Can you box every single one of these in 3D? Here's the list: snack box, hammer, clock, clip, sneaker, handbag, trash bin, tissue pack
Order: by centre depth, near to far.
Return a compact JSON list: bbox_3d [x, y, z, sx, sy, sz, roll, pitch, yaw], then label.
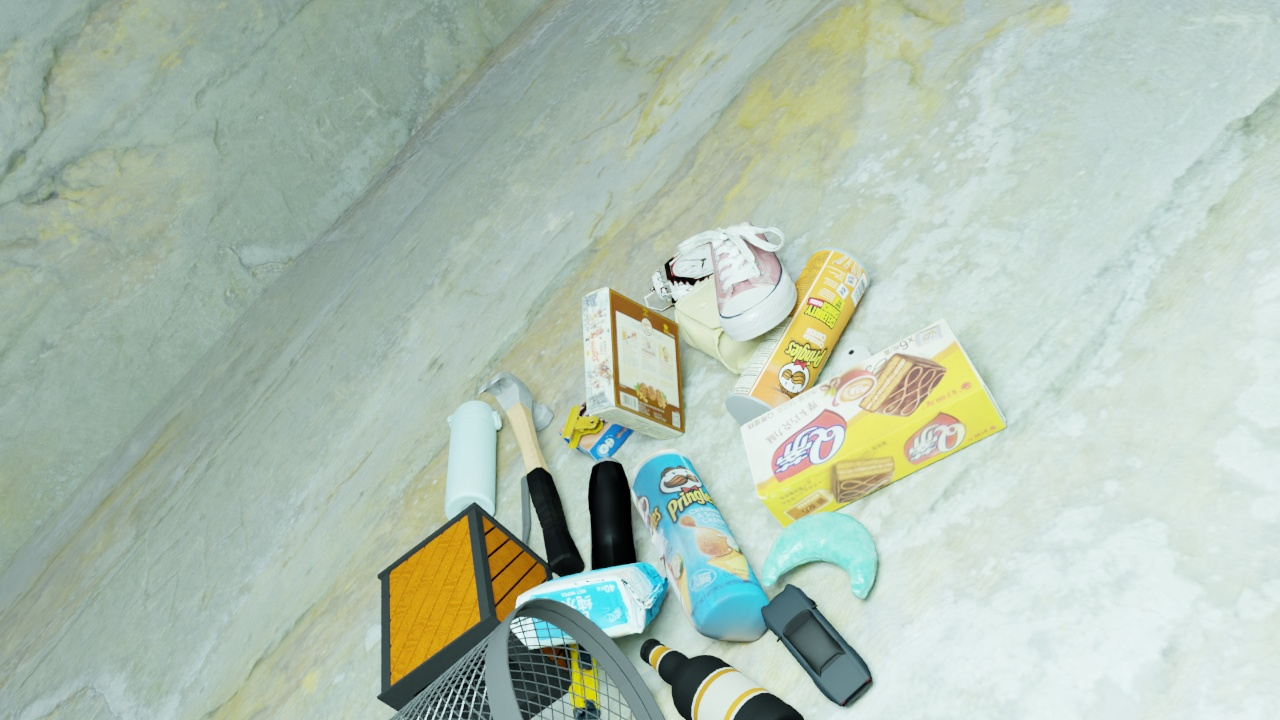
[{"bbox_3d":[-0.118,0.353,0.757,0.228,0.218,0.217,-38,32,13],"label":"trash bin"},{"bbox_3d":[0.216,0.064,0.881,0.231,0.061,0.109,-30,34,17],"label":"snack box"},{"bbox_3d":[-0.046,0.237,0.885,0.144,0.092,0.061,-15,83,15],"label":"tissue pack"},{"bbox_3d":[-0.175,0.280,0.966,0.140,0.140,0.171,-37,32,7],"label":"trash bin"},{"bbox_3d":[0.237,0.016,0.969,0.102,0.050,0.058,-31,26,15],"label":"clip"},{"bbox_3d":[0.112,-0.111,1.036,0.118,0.088,0.240,-26,28,14],"label":"sneaker"},{"bbox_3d":[-0.006,0.006,1.068,0.041,0.143,0.146,-17,65,32],"label":"snack box"},{"bbox_3d":[0.112,-0.054,1.117,0.111,0.081,0.119,-40,30,-7],"label":"handbag"},{"bbox_3d":[-0.073,0.079,1.138,0.049,0.044,0.054,-46,20,48],"label":"clip"},{"bbox_3d":[-0.130,0.133,1.141,0.039,0.131,0.328,-36,41,9],"label":"hammer"},{"bbox_3d":[-0.029,0.057,1.178,0.151,0.034,0.087,-49,33,-11],"label":"snack box"},{"bbox_3d":[0.077,-0.101,1.222,0.154,0.065,0.115,-31,31,-12],"label":"clock"}]

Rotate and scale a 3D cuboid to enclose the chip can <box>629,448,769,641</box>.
[{"bbox_3d":[0.053,0.181,0.905,0.080,0.080,0.229,-38,32,5],"label":"chip can"}]

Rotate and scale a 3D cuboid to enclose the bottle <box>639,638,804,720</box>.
[{"bbox_3d":[0.059,0.285,0.786,0.059,0.059,0.182,-51,33,-15],"label":"bottle"}]

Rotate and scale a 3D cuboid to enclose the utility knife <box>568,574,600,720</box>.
[{"bbox_3d":[-0.061,0.290,0.942,0.178,0.030,0.017,-103,31,-57],"label":"utility knife"}]

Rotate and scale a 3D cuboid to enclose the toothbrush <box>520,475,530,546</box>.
[{"bbox_3d":[-0.144,0.199,1.153,0.013,0.013,0.167,-34,31,13],"label":"toothbrush"}]

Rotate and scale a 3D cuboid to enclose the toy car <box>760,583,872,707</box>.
[{"bbox_3d":[0.144,0.235,0.763,0.046,0.034,0.112,-42,46,-1],"label":"toy car"}]

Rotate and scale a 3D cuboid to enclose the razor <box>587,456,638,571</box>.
[{"bbox_3d":[-0.030,0.178,0.967,0.057,0.060,0.156,-5,80,0],"label":"razor"}]

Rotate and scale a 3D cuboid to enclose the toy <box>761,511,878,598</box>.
[{"bbox_3d":[0.164,0.174,0.828,0.105,0.033,0.084,-4,42,33],"label":"toy"}]

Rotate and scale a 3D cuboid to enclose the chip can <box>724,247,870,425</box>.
[{"bbox_3d":[0.176,-0.022,1.014,0.075,0.075,0.214,4,53,49],"label":"chip can"}]

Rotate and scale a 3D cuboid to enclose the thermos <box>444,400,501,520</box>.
[{"bbox_3d":[-0.232,0.137,1.272,0.078,0.065,0.206,-13,36,2],"label":"thermos"}]
